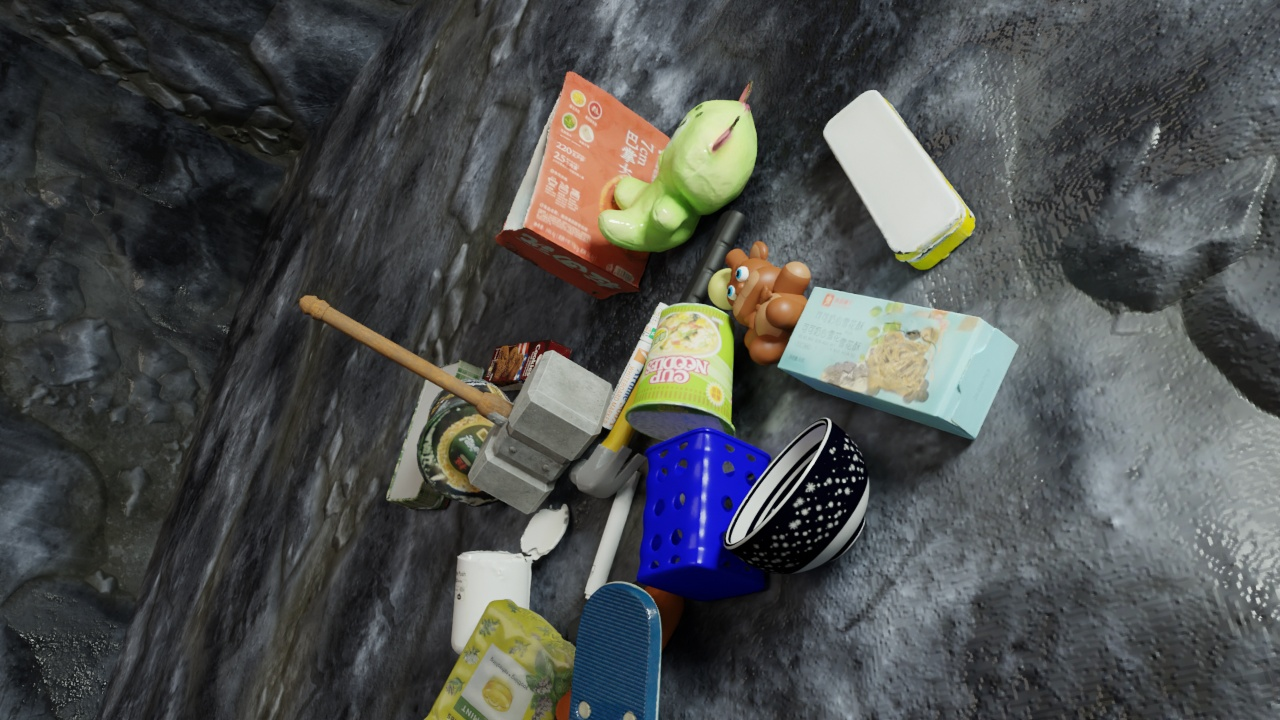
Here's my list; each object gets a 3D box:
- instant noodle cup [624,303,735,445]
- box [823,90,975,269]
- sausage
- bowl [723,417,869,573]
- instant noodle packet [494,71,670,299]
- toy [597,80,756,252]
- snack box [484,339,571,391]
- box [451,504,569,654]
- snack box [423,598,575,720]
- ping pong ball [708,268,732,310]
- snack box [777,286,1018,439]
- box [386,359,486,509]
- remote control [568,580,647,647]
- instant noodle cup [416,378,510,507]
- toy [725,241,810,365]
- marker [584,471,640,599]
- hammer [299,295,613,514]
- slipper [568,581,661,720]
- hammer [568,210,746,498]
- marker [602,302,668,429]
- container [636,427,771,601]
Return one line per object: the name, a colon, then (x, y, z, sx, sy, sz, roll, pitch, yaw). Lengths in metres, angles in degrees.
instant noodle cup: (0.043, 0.010, 0.831, 0.099, 0.099, 0.107, -18, 54, 48)
box: (0.212, -0.159, 0.776, 0.065, 0.037, 0.209, -43, 37, 26)
sausage: (-0.015, 0.257, 0.786, 0.164, 0.044, 0.039, -55, -4, 13)
bowl: (0.124, 0.109, 0.667, 0.120, 0.066, 0.120, -51, 0, 0)
instant noodle packet: (-0.050, -0.204, 1.058, 0.084, 0.164, 0.220, -6, 63, 55)
toy: (0.053, -0.194, 0.975, 0.197, 0.107, 0.149, -29, 23, 29)
snack box: (-0.145, 0.008, 1.161, 0.141, 0.031, 0.051, -5, 63, 53)
box: (-0.134, 0.226, 0.959, 0.085, 0.125, 0.155, -4, 83, 58)
snack box: (-0.132, 0.327, 0.856, 0.121, 0.045, 0.181, 30, 92, 29)
ping pong ball: (0.085, -0.069, 0.885, 0.040, 0.040, 0.040, -34, 42, 37)
snack box: (0.185, -0.003, 0.686, 0.175, 0.053, 0.075, 22, 84, 57)
box: (-0.281, 0.104, 1.270, 0.118, 0.051, 0.205, -16, 54, 53)
remote control: (-0.015, 0.224, 0.837, 0.147, 0.015, 0.033, -39, 39, 33)
instant noodle cup: (-0.198, 0.090, 1.097, 0.137, 0.137, 0.112, -57, 23, 9)
toy: (0.106, -0.057, 0.811, 0.127, 0.065, 0.095, 59, 135, 41)
marker: (-0.027, 0.169, 0.891, 0.020, 0.017, 0.133, 139, 150, -74)
hammer: (-0.206, 0.019, 0.947, 0.163, 0.317, 0.082, -51, 14, 37)
slipper: (-0.018, 0.325, 0.722, 0.118, 0.060, 0.294, 0, 79, 47)
hammer: (0.024, -0.008, 0.923, 0.323, 0.029, 0.127, -62, 17, -5)
marker: (-0.006, 0.006, 0.981, 0.017, 0.017, 0.145, 26, 89, 58)
container: (0.052, 0.129, 0.749, 0.085, 0.084, 0.113, -27, 47, 45)
